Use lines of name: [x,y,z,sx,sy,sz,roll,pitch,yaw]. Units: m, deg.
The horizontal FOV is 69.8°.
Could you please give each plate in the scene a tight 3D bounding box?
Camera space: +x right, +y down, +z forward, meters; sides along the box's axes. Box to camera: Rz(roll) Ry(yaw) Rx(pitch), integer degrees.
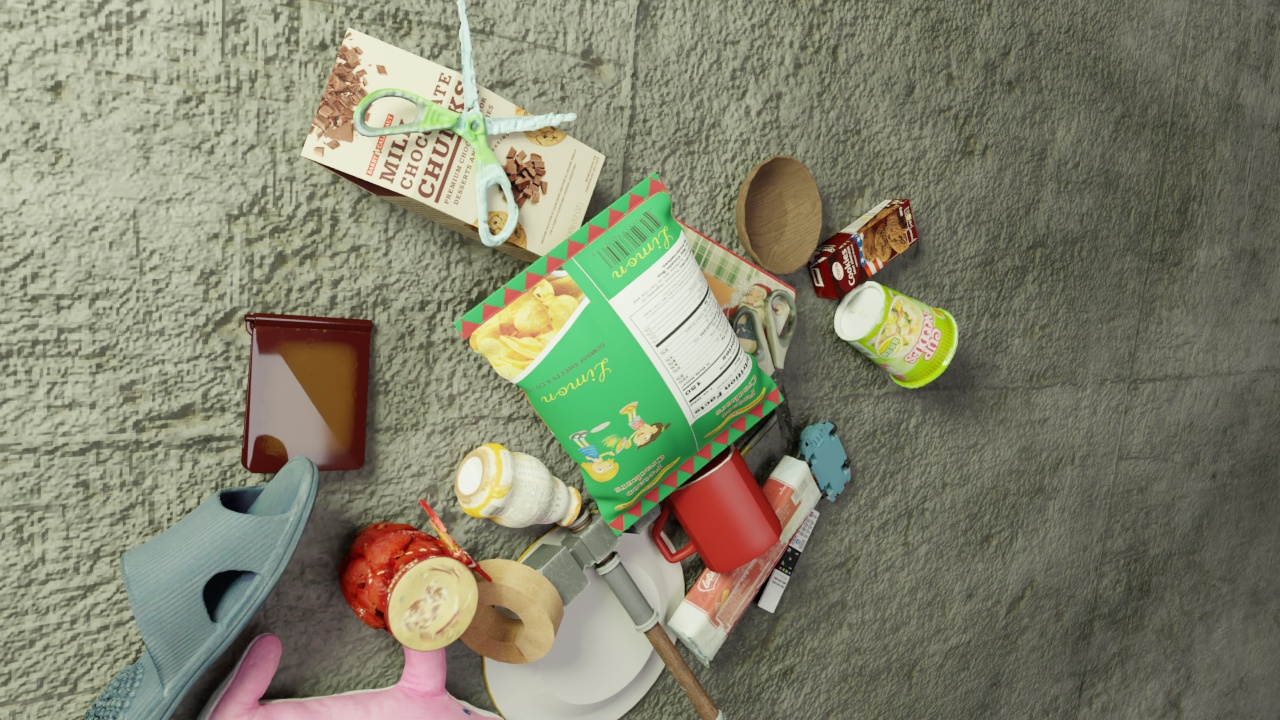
plate: [-0.043,0.256,0.875,0.229,0.021,0.230,-8,104,-35]

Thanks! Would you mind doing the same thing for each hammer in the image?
hammer: [0.025,0.271,0.855,0.155,0.043,0.322,-40,106,-30]

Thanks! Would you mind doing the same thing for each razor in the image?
razor: [0.120,0.080,0.957,0.105,0.043,0.026,-41,119,-34]

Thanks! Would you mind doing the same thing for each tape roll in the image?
tape roll: [-0.113,0.211,0.770,0.027,0.094,0.094,-67,140,-57]

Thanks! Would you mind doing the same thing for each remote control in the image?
remote control: [0.164,0.220,1.027,0.028,0.012,0.124,34,79,-36]

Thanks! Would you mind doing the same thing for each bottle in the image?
bottle: [-0.101,0.112,0.778,0.108,0.063,0.063,27,83,-38]
bottle: [-0.173,0.166,0.706,0.098,0.111,0.099,-4,97,-35]

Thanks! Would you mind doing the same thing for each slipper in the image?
slipper: [-0.319,0.164,0.613,0.082,0.101,0.263,38,83,-28]

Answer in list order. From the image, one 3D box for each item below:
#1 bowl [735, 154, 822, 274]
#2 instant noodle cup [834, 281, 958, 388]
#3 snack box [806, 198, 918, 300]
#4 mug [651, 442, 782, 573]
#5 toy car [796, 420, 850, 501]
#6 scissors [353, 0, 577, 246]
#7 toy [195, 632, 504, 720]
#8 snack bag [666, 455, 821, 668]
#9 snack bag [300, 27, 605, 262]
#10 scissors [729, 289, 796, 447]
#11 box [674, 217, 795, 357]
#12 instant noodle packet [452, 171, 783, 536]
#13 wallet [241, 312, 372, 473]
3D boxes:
bowl: [0.132,-0.144,0.914,0.117,0.030,0.118,-4,97,-38]
instant noodle cup: [0.277,-0.034,1.012,0.108,0.099,0.099,25,84,-29]
snack box: [0.243,-0.123,1.003,0.140,0.032,0.051,-35,118,-26]
mug: [0.063,0.147,0.888,0.116,0.080,0.096,-30,103,5]
toy car: [0.201,0.110,1.022,0.060,0.027,0.108,-48,133,-19]
scissors: [-0.119,-0.166,0.651,0.171,0.021,0.172,-11,102,-31]
toy: [-0.201,0.304,0.704,0.265,0.128,0.186,20,91,-32]
snack bag: [0.112,0.207,0.961,0.224,0.041,0.077,-51,141,-16]
snack bag: [-0.140,-0.154,0.689,0.206,0.070,0.094,22,86,-37]
scissors: [0.122,0.014,0.897,0.132,0.012,0.169,5,101,-35]
box: [0.053,-0.054,0.866,0.205,0.050,0.117,26,83,-36]
instant noodle packet: [-0.005,0.005,0.760,0.195,0.090,0.253,-38,121,-8]
wallet: [-0.248,0.024,0.682,0.091,0.018,0.115,2,94,-36]
